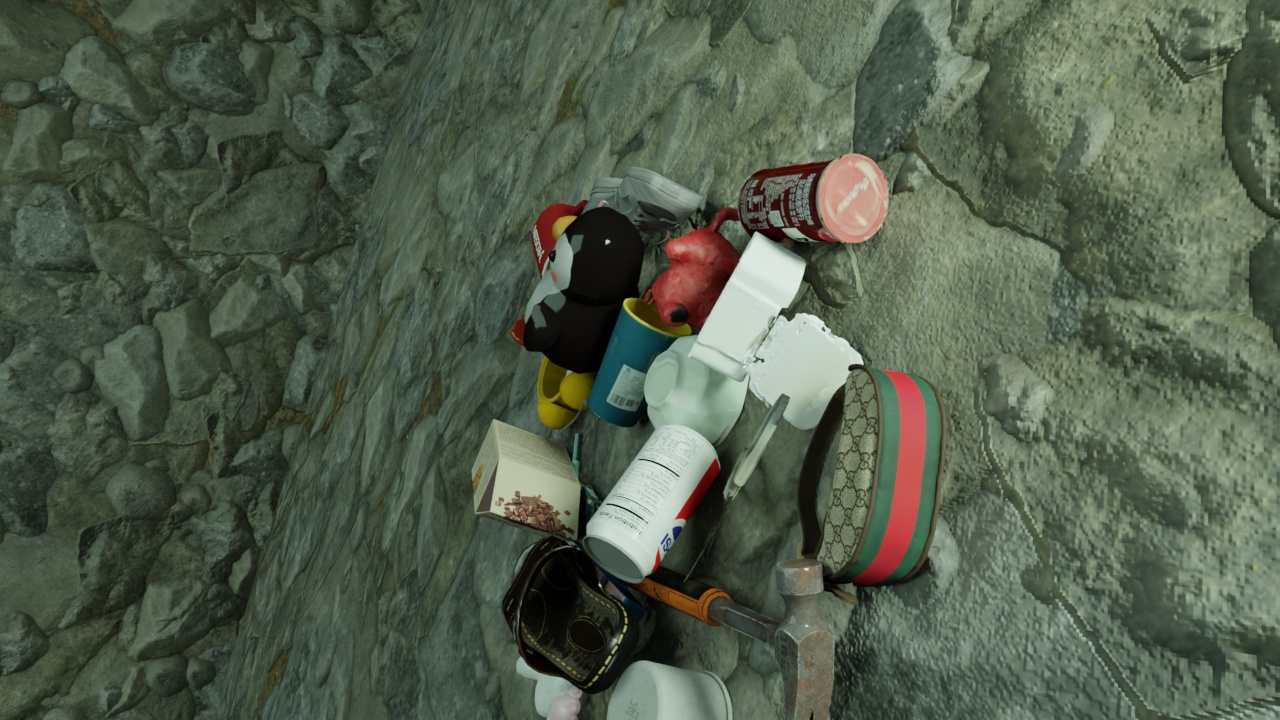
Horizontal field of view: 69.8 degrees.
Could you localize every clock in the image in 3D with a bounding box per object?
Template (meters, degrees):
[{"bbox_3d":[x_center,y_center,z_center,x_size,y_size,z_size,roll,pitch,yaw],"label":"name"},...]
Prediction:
[{"bbox_3d":[-0.082,0.018,1.112,0.114,0.052,0.151,-39,36,44],"label":"clock"}]

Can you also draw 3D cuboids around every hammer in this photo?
[{"bbox_3d":[0.053,0.210,0.749,0.315,0.035,0.138,175,91,-66],"label":"hammer"}]

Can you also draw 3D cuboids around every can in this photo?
[{"bbox_3d":[0.011,0.124,0.807,0.070,0.070,0.131,-20,27,55],"label":"can"}]

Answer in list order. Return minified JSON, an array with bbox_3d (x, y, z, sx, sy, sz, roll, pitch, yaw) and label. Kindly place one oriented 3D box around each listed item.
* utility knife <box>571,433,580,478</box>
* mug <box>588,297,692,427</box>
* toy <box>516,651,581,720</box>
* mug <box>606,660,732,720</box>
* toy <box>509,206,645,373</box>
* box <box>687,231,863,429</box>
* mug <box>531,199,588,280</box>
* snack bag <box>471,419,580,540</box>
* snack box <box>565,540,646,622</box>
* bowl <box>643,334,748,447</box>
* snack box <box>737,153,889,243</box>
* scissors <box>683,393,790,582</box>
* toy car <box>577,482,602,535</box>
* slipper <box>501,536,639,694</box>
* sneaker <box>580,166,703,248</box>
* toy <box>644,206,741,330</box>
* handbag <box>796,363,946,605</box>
[{"bbox_3d":[-0.078,0.147,1.062,0.022,0.015,0.141,-44,34,51],"label":"utility knife"},{"bbox_3d":[-0.006,0.006,0.963,0.121,0.078,0.078,-64,28,21],"label":"mug"},{"bbox_3d":[-0.085,0.326,0.935,0.079,0.038,0.122,-50,32,11],"label":"toy"},{"bbox_3d":[0.017,0.301,0.736,0.084,0.070,0.113,21,90,62],"label":"mug"},{"bbox_3d":[-0.046,-0.078,0.995,0.158,0.140,0.185,-41,-19,-39],"label":"toy"},{"bbox_3d":[0.120,-0.019,0.765,0.107,0.132,0.151,-65,-3,26],"label":"box"},{"bbox_3d":[-0.089,-0.158,1.197,0.117,0.080,0.096,-61,29,30],"label":"mug"},{"bbox_3d":[-0.128,0.142,1.020,0.070,0.094,0.206,-66,16,8],"label":"snack bag"},{"bbox_3d":[-0.060,0.246,0.924,0.088,0.033,0.154,-54,28,-5],"label":"snack box"},{"bbox_3d":[0.043,0.026,0.873,0.118,0.061,0.117,-37,43,45],"label":"bowl"},{"bbox_3d":[0.144,-0.135,0.786,0.121,0.072,0.072,11,82,62],"label":"snack box"},{"bbox_3d":[0.076,0.098,0.733,0.171,0.012,0.157,-61,-6,5],"label":"scissors"},{"bbox_3d":[-0.057,0.162,0.996,0.039,0.027,0.090,-65,18,3],"label":"toy car"},{"bbox_3d":[-0.082,0.222,0.848,0.113,0.075,0.268,-56,21,-9],"label":"slipper"},{"bbox_3d":[-0.009,-0.160,1.050,0.089,0.099,0.236,-70,21,-1],"label":"sneaker"},{"bbox_3d":[0.054,-0.097,0.918,0.133,0.088,0.094,-67,17,5],"label":"toy"},{"bbox_3d":[0.154,0.087,0.656,0.138,0.063,0.166,152,128,-74],"label":"handbag"}]
